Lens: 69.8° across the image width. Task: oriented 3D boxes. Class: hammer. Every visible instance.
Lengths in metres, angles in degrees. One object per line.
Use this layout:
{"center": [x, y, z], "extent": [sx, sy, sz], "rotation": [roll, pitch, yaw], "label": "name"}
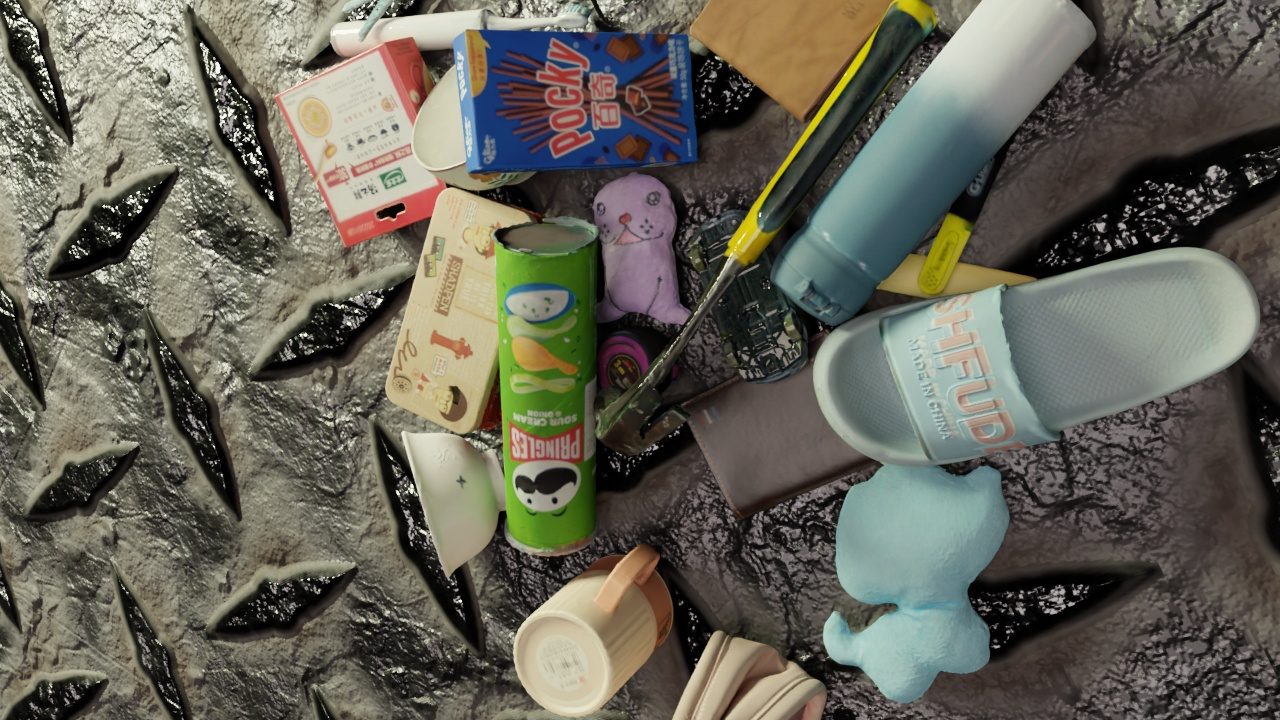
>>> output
{"center": [0.073, -0.078, 0.557], "extent": [0.032, 0.126, 0.323], "rotation": [35, 95, -11], "label": "hammer"}

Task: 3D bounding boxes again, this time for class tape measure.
{"center": [-0.004, 0.004, 0.663], "extent": [0.057, 0.039, 0.058], "rotation": [34, 117, 22], "label": "tape measure"}

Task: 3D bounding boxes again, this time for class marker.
{"center": [0.201, -0.098, 0.560], "extent": [0.018, 0.015, 0.124], "rotation": [26, 100, 18], "label": "marker"}

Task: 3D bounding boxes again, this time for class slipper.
{"center": [0.224, 0.001, 0.530], "extent": [0.246, 0.074, 0.104], "rotation": [-17, 93, 16], "label": "slipper"}

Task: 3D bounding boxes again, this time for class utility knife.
{"center": [0.187, -0.049, 0.580], "extent": [0.173, 0.018, 0.031], "rotation": [15, 109, 22], "label": "utility knife"}

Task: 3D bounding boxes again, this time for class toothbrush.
{"center": [-0.137, -0.248, 0.686], "extent": [0.221, 0.027, 0.026], "rotation": [4, 60, 24], "label": "toothbrush"}

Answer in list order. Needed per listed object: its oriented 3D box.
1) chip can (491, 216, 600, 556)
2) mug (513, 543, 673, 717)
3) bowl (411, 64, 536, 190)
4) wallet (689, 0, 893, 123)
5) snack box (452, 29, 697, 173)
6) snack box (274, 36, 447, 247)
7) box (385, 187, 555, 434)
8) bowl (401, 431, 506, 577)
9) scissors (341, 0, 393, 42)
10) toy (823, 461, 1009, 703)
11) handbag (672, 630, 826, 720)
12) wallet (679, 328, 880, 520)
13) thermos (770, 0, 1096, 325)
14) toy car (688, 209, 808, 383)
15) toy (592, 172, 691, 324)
{"center": [-0.064, 0.021, 0.644], "extent": [0.072, 0.072, 0.236], "rotation": [13, 118, 22], "label": "chip can"}
{"center": [-0.026, 0.187, 0.666], "extent": [0.082, 0.105, 0.115], "rotation": [35, 111, 15], "label": "mug"}
{"center": [-0.101, -0.165, 0.653], "extent": [0.114, 0.062, 0.113], "rotation": [-19, 53, 26], "label": "bowl"}
{"center": [0.103, -0.229, 0.588], "extent": [0.101, 0.020, 0.115], "rotation": [41, 110, 11], "label": "wallet"}
{"center": [-0.038, -0.168, 0.596], "extent": [0.026, 0.157, 0.084], "rotation": [9, 106, 64], "label": "snack box"}
{"center": [-0.202, -0.167, 0.711], "extent": [0.113, 0.044, 0.127], "rotation": [-14, 108, 25], "label": "snack box"}
{"center": [-0.117, -0.035, 0.693], "extent": [0.091, 0.079, 0.168], "rotation": [22, 101, 20], "label": "box"}
{"center": [-0.138, 0.102, 0.717], "extent": [0.064, 0.118, 0.118], "rotation": [-18, 92, -14], "label": "bowl"}
{"center": [-0.168, -0.287, 0.686], "extent": [0.096, 0.017, 0.137], "rotation": [42, 100, 18], "label": "scissors"}
{"center": [0.176, 0.135, 0.597], "extent": [0.162, 0.049, 0.156], "rotation": [-34, 88, 21], "label": "toy"}
{"center": [0.033, 0.305, 0.589], "extent": [0.093, 0.233, 0.193], "rotation": [19, 106, 22], "label": "handbag"}
{"center": [0.099, 0.046, 0.636], "extent": [0.122, 0.020, 0.096], "rotation": [-28, 87, 23], "label": "wallet"}
{"center": [0.163, -0.117, 0.541], "extent": [0.070, 0.070, 0.221], "rotation": [42, 106, 12], "label": "thermos"}
{"center": [0.074, -0.043, 0.621], "extent": [0.054, 0.036, 0.120], "rotation": [-26, 76, 24], "label": "toy car"}
{"center": [-0.005, -0.078, 0.649], "extent": [0.084, 0.038, 0.108], "rotation": [-1, 99, 22], "label": "toy"}
